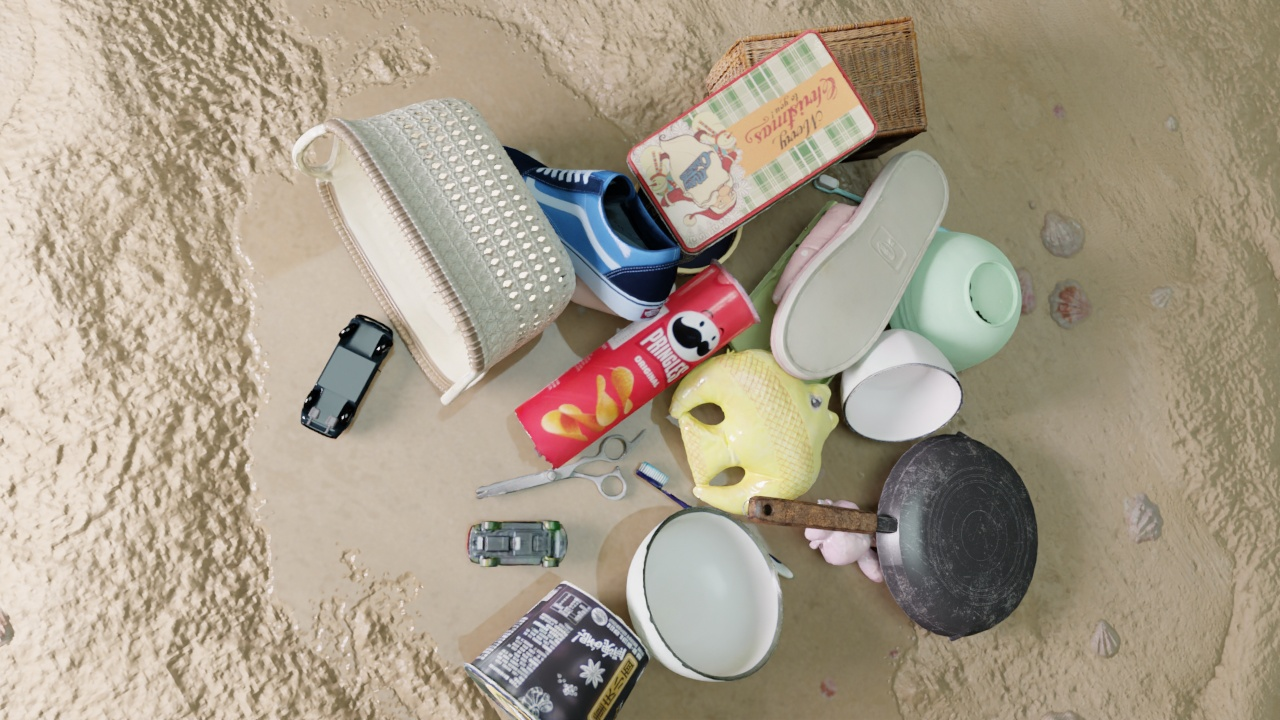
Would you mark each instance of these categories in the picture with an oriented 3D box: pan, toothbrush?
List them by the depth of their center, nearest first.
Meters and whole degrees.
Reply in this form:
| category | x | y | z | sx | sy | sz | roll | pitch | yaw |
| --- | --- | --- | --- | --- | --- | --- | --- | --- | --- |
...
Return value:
| category | x | y | z | sx | sy | sz | roll | pitch | yaw |
| --- | --- | --- | --- | --- | --- | --- | --- | --- | --- |
| pan | 0.256 | 0.161 | 0.883 | 0.356 | 0.040 | 0.207 | 10 | 78 | -25 |
| toothbrush | 0.075 | 0.156 | 0.888 | 0.189 | 0.016 | 0.017 | 36 | 79 | -6 |
| toothbrush | 0.267 | -0.159 | 0.979 | 0.180 | 0.017 | 0.016 | 21 | 76 | -11 |

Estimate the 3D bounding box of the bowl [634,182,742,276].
| category | x | y | z | sx | sy | sz | roll | pitch | yaw |
| --- | --- | --- | --- | --- | --- | --- | --- | --- | --- |
| bowl | 0.037 | -0.133 | 0.897 | 0.112 | 0.061 | 0.112 | 2 | 82 | -13 |

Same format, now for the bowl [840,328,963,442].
| category | x | y | z | sx | sy | sz | roll | pitch | yaw |
| --- | --- | --- | --- | --- | --- | --- | --- | --- | --- |
| bowl | 0.252 | 0.020 | 0.904 | 0.116 | 0.117 | 0.065 | 11 | 45 | -12 |

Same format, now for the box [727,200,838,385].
| category | x | y | z | sx | sy | sz | roll | pitch | yaw |
| --- | --- | --- | --- | --- | --- | --- | --- | --- | --- |
| box | 0.171 | -0.051 | 0.927 | 0.141 | 0.044 | 0.187 | 46 | 75 | -26 |

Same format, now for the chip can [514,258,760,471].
| category | x | y | z | sx | sy | sz | roll | pitch | yaw |
| --- | --- | --- | --- | --- | --- | --- | --- | --- | --- |
| chip can | -0.005 | 0.005 | 0.836 | 0.233 | 0.073 | 0.073 | -37 | 91 | -2 |

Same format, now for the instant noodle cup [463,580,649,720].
| category | x | y | z | sx | sy | sz | roll | pitch | yaw |
| --- | --- | --- | --- | --- | --- | --- | --- | --- | --- |
| instant noodle cup | -0.064 | 0.264 | 0.786 | 0.137 | 0.137 | 0.112 | 44 | 66 | -4 |

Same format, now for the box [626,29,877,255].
| category | x | y | z | sx | sy | sz | roll | pitch | yaw |
| --- | --- | --- | --- | --- | --- | --- | --- | --- | --- |
| box | 0.098 | -0.193 | 0.827 | 0.205 | 0.050 | 0.117 | -31 | 92 | 5 |

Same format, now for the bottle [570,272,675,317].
| category | x | y | z | sx | sy | sz | roll | pitch | yaw |
| --- | --- | --- | --- | --- | --- | --- | --- | --- | --- |
| bottle | -0.041 | -0.074 | 0.876 | 0.146 | 0.051 | 0.051 | 15 | 79 | -11 |

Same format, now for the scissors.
| category | x | y | z | sx | sy | sz | roll | pitch | yaw |
| --- | --- | --- | --- | --- | --- | --- | --- | --- | --- |
| scissors | -0.072 | 0.097 | 0.864 | 0.170 | 0.014 | 0.094 | 11 | 82 | -15 |

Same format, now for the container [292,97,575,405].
| category | x | y | z | sx | sy | sz | roll | pitch | yaw |
| --- | --- | --- | --- | --- | --- | --- | --- | --- | --- |
| container | -0.170 | -0.101 | 0.789 | 0.142 | 0.185 | 0.246 | -31 | 91 | -25 |

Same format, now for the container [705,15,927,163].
| category | x | y | z | sx | sy | sz | roll | pitch | yaw |
| --- | --- | --- | --- | --- | --- | --- | --- | --- | --- |
| container | 0.176 | -0.261 | 0.922 | 0.198 | 0.114 | 0.112 | -10 | 90 | -13 |

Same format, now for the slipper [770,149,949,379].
| category | x | y | z | sx | sy | sz | roll | pitch | yaw |
| --- | --- | --- | --- | --- | --- | --- | --- | --- | --- |
| slipper | 0.209 | -0.094 | 0.890 | 0.114 | 0.054 | 0.273 | 47 | 71 | -21 |

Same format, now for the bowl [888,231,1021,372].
| category | x | y | z | sx | sy | sz | roll | pitch | yaw |
| --- | --- | --- | --- | --- | --- | --- | --- | --- | --- |
| bowl | 0.332 | -0.064 | 0.936 | 0.150 | 0.077 | 0.151 | 2 | 86 | -24 |

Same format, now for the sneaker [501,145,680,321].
| category | x | y | z | sx | sy | sz | roll | pitch | yaw |
| --- | --- | --- | --- | --- | --- | --- | --- | --- | --- |
| sneaker | -0.049 | -0.145 | 0.821 | 0.083 | 0.098 | 0.241 | -18 | 53 | -46 |

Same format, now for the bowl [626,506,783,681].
| category | x | y | z | sx | sy | sz | roll | pitch | yaw |
| --- | --- | --- | --- | --- | --- | --- | --- | --- | --- |
| bowl | 0.049 | 0.216 | 0.830 | 0.153 | 0.073 | 0.153 | 17 | 56 | -27 |

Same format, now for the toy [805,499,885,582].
| category | x | y | z | sx | sy | sz | roll | pitch | yaw |
| --- | --- | --- | --- | --- | --- | --- | --- | --- | --- |
| toy | 0.207 | 0.174 | 0.902 | 0.110 | 0.047 | 0.063 | 27 | 80 | -16 |

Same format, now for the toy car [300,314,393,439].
| category | x | y | z | sx | sy | sz | roll | pitch | yaw |
| --- | --- | --- | --- | --- | --- | --- | --- | --- | --- |
| toy car | -0.262 | 0.014 | 0.820 | 0.046 | 0.034 | 0.112 | 27 | 78 | -8 |

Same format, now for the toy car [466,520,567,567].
| category | x | y | z | sx | sy | sz | roll | pitch | yaw |
| --- | --- | --- | --- | --- | --- | --- | --- | --- | --- |
| toy car | -0.111 | 0.166 | 0.833 | 0.091 | 0.036 | 0.042 | 2 | 81 | -12 |

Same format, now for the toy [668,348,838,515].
| category | x | y | z | sx | sy | sz | roll | pitch | yaw |
| --- | --- | --- | --- | --- | --- | --- | --- | --- | --- |
| toy | 0.112 | 0.065 | 0.874 | 0.155 | 0.064 | 0.170 | -18 | 105 | 1 |
